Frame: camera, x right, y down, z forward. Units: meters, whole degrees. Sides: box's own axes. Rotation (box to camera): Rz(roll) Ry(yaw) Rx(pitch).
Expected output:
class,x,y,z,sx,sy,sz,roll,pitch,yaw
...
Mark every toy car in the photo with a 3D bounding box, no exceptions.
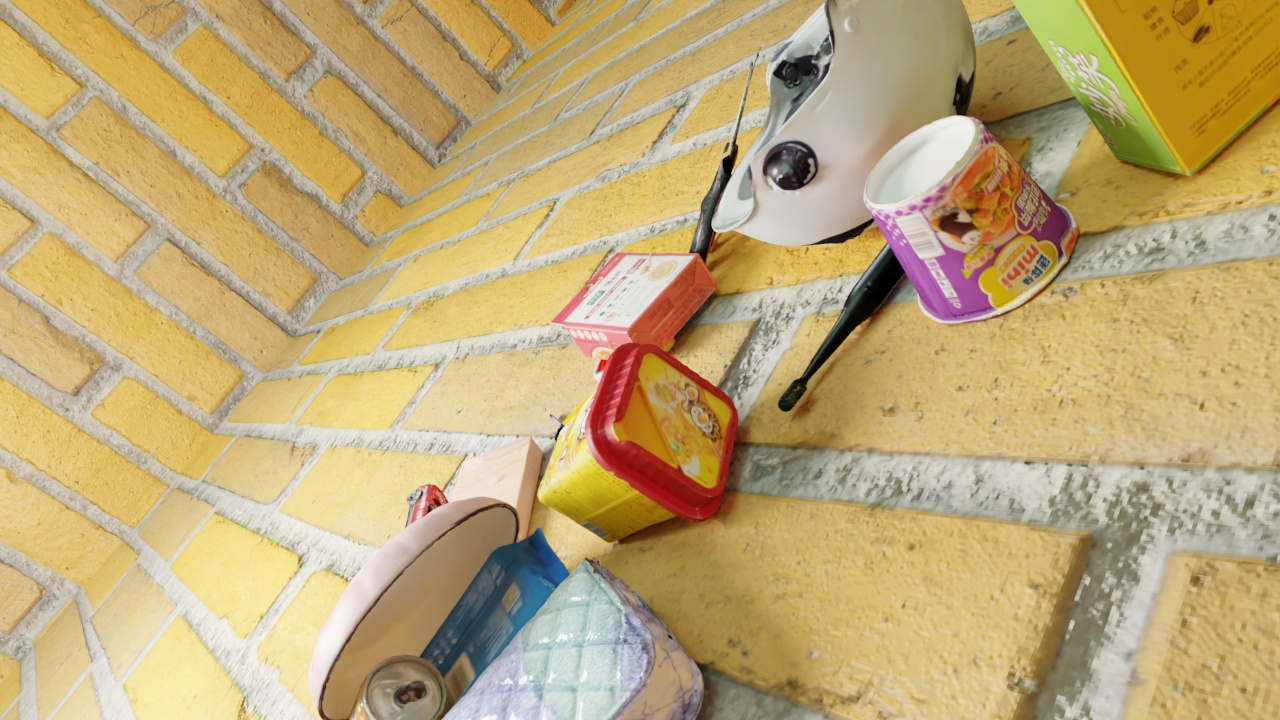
class,x,y,z,sx,sy,sz,roll,pitch,yaw
toy car,-0.207,0.173,0.904,0.045,0.053,0.120,-18,37,8

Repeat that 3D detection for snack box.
class,x,y,z,sx,sy,sz,roll,pitch,yaw
snack box,-0.008,-0.053,0.891,0.127,0.044,0.113,9,51,51
snack box,0.337,-0.236,0.526,0.210,0.157,0.070,-44,23,7
snack box,-0.141,0.142,0.856,0.085,0.026,0.157,-22,31,18

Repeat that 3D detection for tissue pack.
class,x,y,z,sx,sy,sz,roll,pitch,yaw
tissue pack,-0.100,0.205,0.661,0.157,0.052,0.095,-55,35,0

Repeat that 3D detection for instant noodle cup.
class,x,y,z,sx,sy,sz,roll,pitch,yaw
instant noodle cup,0.206,-0.096,0.596,0.112,0.099,0.111,-36,25,20
instant noodle cup,-0.007,0.069,0.684,0.124,0.116,0.116,-40,23,42

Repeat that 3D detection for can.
class,x,y,z,sx,sy,sz,roll,pitch,yaw
can,-0.179,0.267,0.639,0.058,0.058,0.146,-81,15,-52

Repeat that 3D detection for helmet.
class,x,y,z,sx,sy,sz,roll,pitch,yaw
helmet,0.171,-0.194,0.732,0.228,0.146,0.259,-74,8,-58

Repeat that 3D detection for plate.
class,x,y,z,sx,sy,sz,roll,pitch,yaw
plate,-0.166,0.172,0.664,0.192,0.039,0.193,-47,-19,-23

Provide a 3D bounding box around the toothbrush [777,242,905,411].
class,x,y,z,sx,sy,sz,roll,pitch,yaw
toothbrush,0.166,-0.047,0.671,0.212,0.026,0.027,-51,4,-10

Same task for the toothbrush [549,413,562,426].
class,x,y,z,sx,sy,sz,roll,pitch,yaw
toothbrush,-0.055,0.074,0.857,0.016,0.014,0.189,-42,23,-9

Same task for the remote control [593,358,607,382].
class,x,y,z,sx,sy,sz,roll,pitch,yaw
remote control,-0.010,-0.033,0.939,0.056,0.020,0.135,-26,32,39

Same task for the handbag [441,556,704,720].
class,x,y,z,sx,sy,sz,roll,pitch,yaw
handbag,-0.058,0.226,0.554,0.194,0.075,0.134,-47,31,-5

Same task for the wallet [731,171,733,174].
class,x,y,z,sx,sy,sz,roll,pitch,yaw
wallet,0.131,-0.203,0.969,0.115,0.024,0.087,-38,27,16

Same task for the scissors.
class,x,y,z,sx,sy,sz,roll,pitch,yaw
scissors,0.080,-0.189,0.877,0.162,0.022,0.234,-62,-12,-70

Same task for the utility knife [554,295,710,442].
class,x,y,z,sx,sy,sz,roll,pitch,yaw
utility knife,-0.005,0.005,0.865,0.206,0.015,0.033,-44,30,-9
